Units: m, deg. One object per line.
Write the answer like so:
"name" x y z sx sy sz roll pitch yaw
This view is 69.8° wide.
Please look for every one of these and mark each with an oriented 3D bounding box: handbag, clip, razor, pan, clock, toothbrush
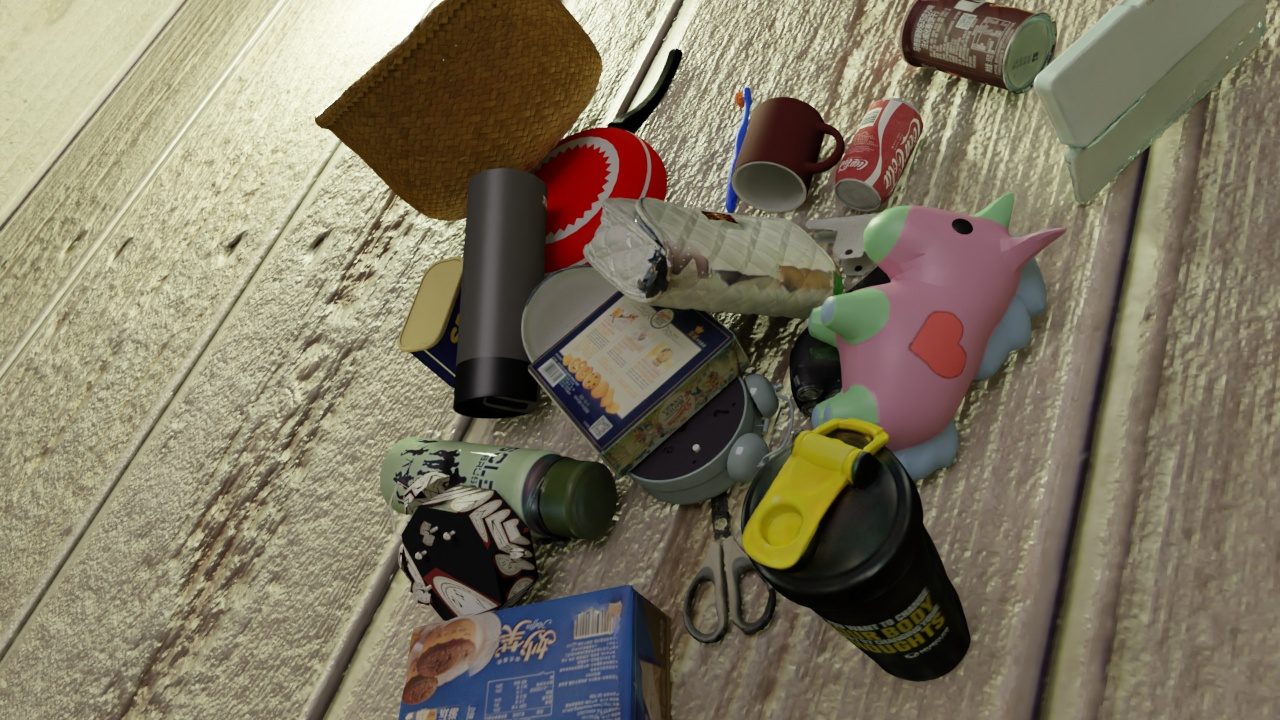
"handbag" 0.061 -0.087 0.765 0.139 0.194 0.073 44 123 45
"clip" 0.188 -0.108 0.800 0.102 0.050 0.058 -2 44 34
"razor" 0.173 -0.019 0.743 0.067 0.054 0.151 33 72 33
"pan" -0.039 -0.233 1.039 0.209 0.067 0.355 10 68 39
"clock" 0.051 0.058 0.758 0.160 0.045 0.122 -7 50 30
"toothbrush" 0.101 -0.223 0.962 0.018 0.016 0.182 -13 51 33
"clock" -0.164 0.158 0.771 0.155 0.115 0.064 26 30 26

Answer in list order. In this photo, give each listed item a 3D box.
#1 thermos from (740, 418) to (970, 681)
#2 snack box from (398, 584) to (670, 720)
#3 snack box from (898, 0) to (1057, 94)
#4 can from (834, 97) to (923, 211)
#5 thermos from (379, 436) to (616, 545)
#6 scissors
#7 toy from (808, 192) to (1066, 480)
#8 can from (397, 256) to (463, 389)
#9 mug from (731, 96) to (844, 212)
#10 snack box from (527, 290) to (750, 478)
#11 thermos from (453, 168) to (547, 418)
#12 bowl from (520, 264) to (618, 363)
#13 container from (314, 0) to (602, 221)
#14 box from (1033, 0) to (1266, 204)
"thermos" 0.134 0.119 0.536 0.098 0.221 0.098 -19 49 23
"snack box" -0.081 0.266 0.679 0.203 0.069 0.154 -17 50 22
"snack box" 0.306 -0.292 0.837 0.072 0.072 0.121 -47 45 -5
"can" 0.215 -0.186 0.831 0.054 0.054 0.096 13 66 40
"thermos" -0.128 0.117 0.822 0.232 0.082 0.082 2 59 34
"scissors" 0.075 0.137 0.713 0.121 0.012 0.170 5 57 37
"toy" 0.213 -0.013 0.670 0.171 0.120 0.222 -1 84 -1
"can" -0.191 -0.034 0.964 0.057 0.092 0.116 -7 54 30
"mug" 0.145 -0.198 0.870 0.106 0.073 0.082 -3 56 39
"snack box" -0.005 0.005 0.777 0.145 0.042 0.144 -40 42 -5
"thermos" -0.138 -0.065 0.916 0.082 0.082 0.240 -10 68 28
"bowl" -0.054 -0.029 0.873 0.118 0.118 0.062 -46 4 -4
"container" -0.195 -0.308 1.056 0.308 0.196 0.306 -37 23 18
"box" 0.388 -0.223 0.682 0.197 0.134 0.041 -41 34 1
